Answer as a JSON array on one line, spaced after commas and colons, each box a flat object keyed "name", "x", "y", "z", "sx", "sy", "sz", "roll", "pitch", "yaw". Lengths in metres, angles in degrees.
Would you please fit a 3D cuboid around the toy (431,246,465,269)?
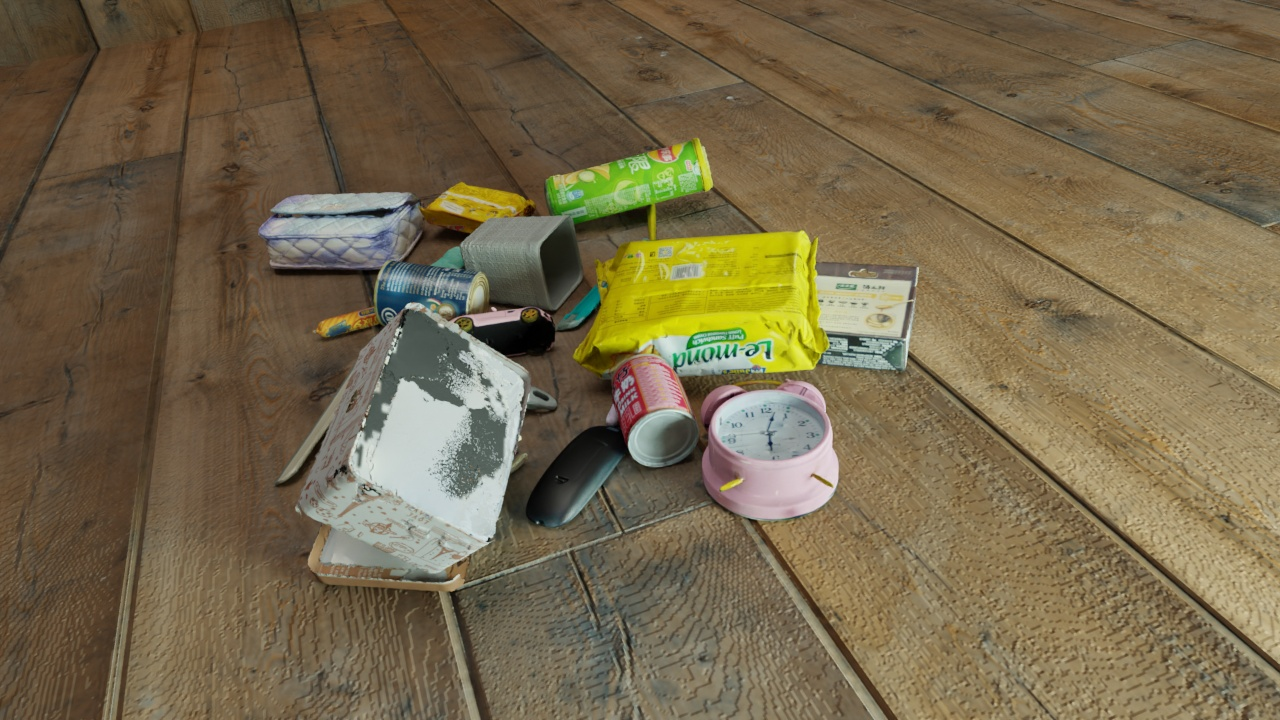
[{"name": "toy", "x": -0.234, "y": -0.116, "z": 1.154, "sx": 0.096, "sy": 0.030, "sz": 0.091, "roll": 13, "pitch": 41, "yaw": 17}]

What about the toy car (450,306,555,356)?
[{"name": "toy car", "x": -0.152, "y": -0.029, "z": 0.988, "sx": 0.122, "sy": 0.056, "sz": 0.037, "roll": -8, "pitch": 41, "yaw": -3}]

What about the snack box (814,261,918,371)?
[{"name": "snack box", "x": 0.223, "y": -0.047, "z": 0.950, "sx": 0.113, "sy": 0.053, "sz": 0.125, "roll": 6, "pitch": 36, "yaw": 20}]

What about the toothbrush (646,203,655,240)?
[{"name": "toothbrush", "x": 0.012, "y": -0.162, "z": 1.189, "sx": 0.016, "sy": 0.016, "sz": 0.189, "roll": -10, "pitch": 34, "yaw": 7}]

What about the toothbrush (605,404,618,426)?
[{"name": "toothbrush", "x": -0.006, "y": 0.005, "z": 0.943, "sx": 0.021, "sy": 0.029, "sz": 0.188, "roll": 33, "pitch": 38, "yaw": -9}]

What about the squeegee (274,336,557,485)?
[{"name": "squeegee", "x": -0.206, "y": 0.032, "z": 0.921, "sx": 0.247, "sy": 0.039, "sz": 0.245, "roll": 0, "pitch": 35, "yaw": 10}]

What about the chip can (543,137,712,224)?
[{"name": "chip can", "x": -0.018, "y": -0.236, "z": 1.231, "sx": 0.221, "sy": 0.073, "sz": 0.072, "roll": -14, "pitch": 34, "yaw": 3}]

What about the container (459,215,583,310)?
[{"name": "container", "x": -0.143, "y": -0.119, "z": 1.090, "sx": 0.114, "sy": 0.090, "sz": 0.090, "roll": 6, "pitch": 36, "yaw": 23}]

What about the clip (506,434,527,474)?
[{"name": "clip", "x": -0.144, "y": 0.097, "z": 0.821, "sx": 0.084, "sy": 0.035, "sz": 0.104, "roll": 19, "pitch": 46, "yaw": 33}]

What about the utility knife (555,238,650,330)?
[{"name": "utility knife", "x": -0.039, "y": -0.095, "z": 1.092, "sx": 0.029, "sy": 0.013, "sz": 0.206, "roll": 6, "pitch": 38, "yaw": 31}]

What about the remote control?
[{"name": "remote control", "x": -0.054, "y": 0.095, "z": 0.815, "sx": 0.053, "sy": 0.024, "sz": 0.136, "roll": 13, "pitch": 39, "yaw": 25}]

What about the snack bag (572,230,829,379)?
[{"name": "snack bag", "x": 0.063, "y": -0.061, "z": 0.918, "sx": 0.247, "sy": 0.068, "sz": 0.157, "roll": -3, "pitch": 47, "yaw": 14}]

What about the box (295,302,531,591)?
[{"name": "box", "x": -0.194, "y": 0.086, "z": 0.756, "sx": 0.179, "sy": 0.153, "sz": 0.182, "roll": -33, "pitch": 34, "yaw": 35}]

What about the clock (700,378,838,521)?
[{"name": "clock", "x": 0.110, "y": 0.066, "z": 0.799, "sx": 0.117, "sy": 0.060, "sz": 0.158, "roll": -4, "pitch": 33, "yaw": 2}]

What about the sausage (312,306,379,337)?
[{"name": "sausage", "x": -0.303, "y": -0.055, "z": 1.082, "sx": 0.165, "sy": 0.021, "sz": 0.021, "roll": -17, "pitch": 35, "yaw": -14}]

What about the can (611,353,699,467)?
[{"name": "can", "x": 0.011, "y": 0.043, "z": 0.839, "sx": 0.066, "sy": 0.067, "sz": 0.093, "roll": -11, "pitch": 36, "yaw": -7}]

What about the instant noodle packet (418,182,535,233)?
[{"name": "instant noodle packet", "x": -0.225, "y": -0.205, "z": 1.260, "sx": 0.128, "sy": 0.044, "sz": 0.110, "roll": 16, "pitch": 33, "yaw": 16}]

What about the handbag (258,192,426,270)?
[{"name": "handbag", "x": -0.399, "y": -0.179, "z": 1.232, "sx": 0.194, "sy": 0.076, "sz": 0.134, "roll": 1, "pitch": 33, "yaw": 9}]

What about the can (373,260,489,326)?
[{"name": "can", "x": -0.232, "y": -0.069, "z": 1.032, "sx": 0.111, "sy": 0.075, "sz": 0.075, "roll": 8, "pitch": 36, "yaw": 8}]
